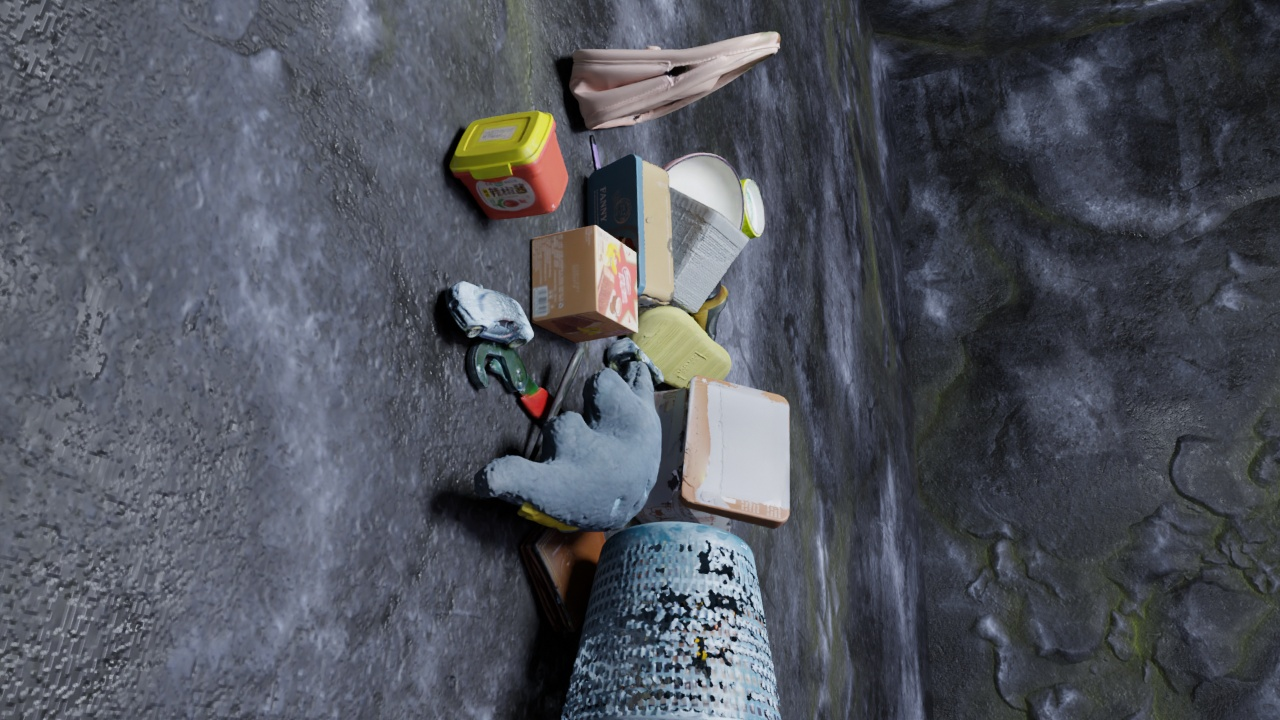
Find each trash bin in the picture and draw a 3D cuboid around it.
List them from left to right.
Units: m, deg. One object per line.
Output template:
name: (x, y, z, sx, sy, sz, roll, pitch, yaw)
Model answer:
trash bin: (0.031, 0.265, 0.847, 0.226, 0.227, 0.194, 51, 33, -47)

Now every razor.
razor: (0.077, -0.051, 1.215, 0.168, 0.067, 0.062, 93, -10, -46)

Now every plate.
plate: (0.052, -0.173, 1.172, 0.192, 0.039, 0.193, -22, 128, -32)

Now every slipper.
slipper: (0.041, -0.020, 1.161, 0.190, 0.092, 0.081, 35, 14, -48)

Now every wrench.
wrench: (-0.090, 0.060, 0.917, 0.273, 0.016, 0.056, 51, 43, -47)

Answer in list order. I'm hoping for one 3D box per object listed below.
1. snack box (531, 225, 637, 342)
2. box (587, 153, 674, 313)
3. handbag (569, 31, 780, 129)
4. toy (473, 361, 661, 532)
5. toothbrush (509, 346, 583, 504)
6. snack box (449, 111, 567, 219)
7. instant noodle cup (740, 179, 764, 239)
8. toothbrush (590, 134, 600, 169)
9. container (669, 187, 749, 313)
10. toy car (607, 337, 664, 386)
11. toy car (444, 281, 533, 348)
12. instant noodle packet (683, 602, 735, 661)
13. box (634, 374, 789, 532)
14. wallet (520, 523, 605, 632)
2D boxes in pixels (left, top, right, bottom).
snack box: (-0.057, -0.077, 0.956, 0.094, 0.077, 0.092, 25, 60, -61)
box: (-0.012, -0.146, 1.048, 0.061, 0.090, 0.184, 9, 71, -45)
handbag: (0.050, -0.341, 1.077, 0.192, 0.235, 0.093, -38, 119, -62)
toy: (-0.040, 0.090, 0.892, 0.138, 0.092, 0.355, 62, 26, -7)
toothbrush: (-0.087, 0.059, 0.888, 0.015, 0.018, 0.180, 53, 47, -42)
snack box: (-0.116, -0.179, 0.850, 0.080, 0.091, 0.081, 65, 30, -45)
instant noodle cup: (0.104, -0.203, 1.279, 0.111, 0.124, 0.111, 30, 56, -59)
toothbrush: (-0.038, -0.178, 1.100, 0.014, 0.017, 0.189, -14, 94, -64)
container: (0.053, -0.128, 1.099, 0.114, 0.090, 0.090, -58, 145, 4)
toy car: (-0.006, 0.006, 1.081, 0.090, 0.043, 0.034, 46, 26, -50)
toy car: (-0.133, -0.042, 0.821, 0.105, 0.031, 0.049, 15, 42, -62)
instant noodle packet: (0.091, 0.311, 1.194, 0.110, 0.044, 0.128, -42, 121, -56)
box: (0.099, 0.120, 1.108, 0.153, 0.178, 0.182, 54, 37, -46)
wallet: (-0.068, 0.192, 0.908, 0.124, 0.032, 0.101, -48, 123, -60)
